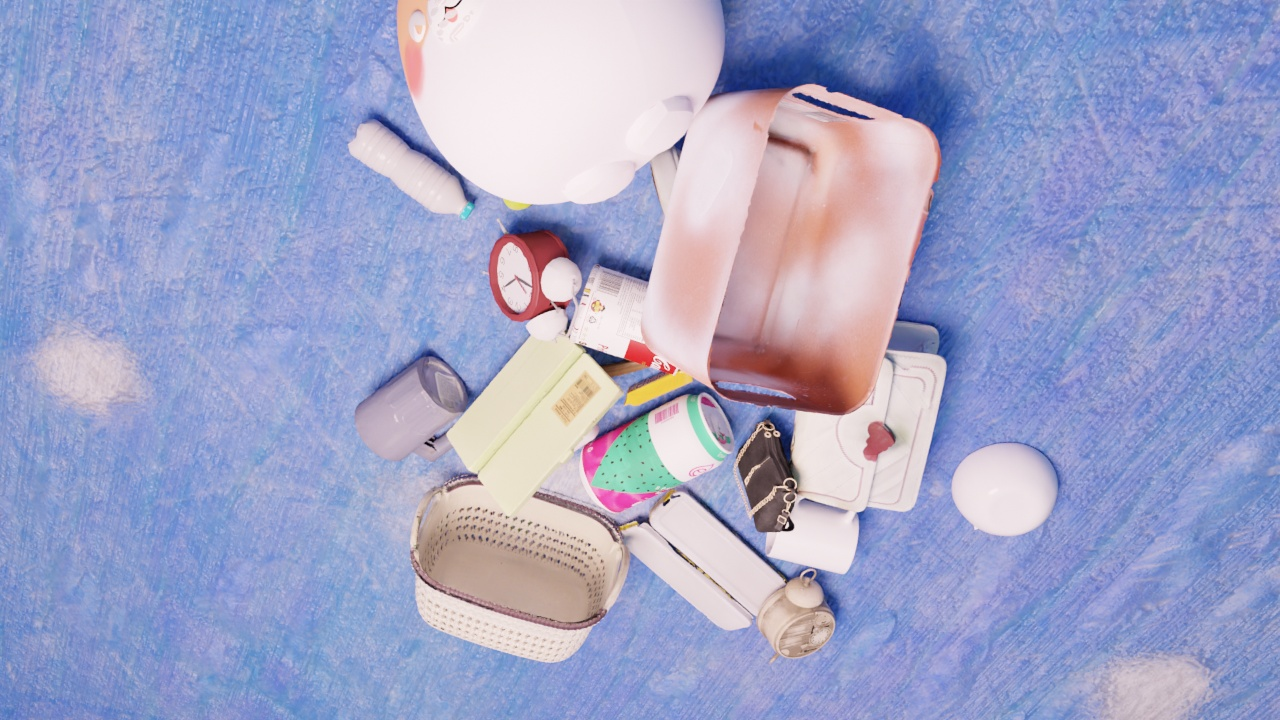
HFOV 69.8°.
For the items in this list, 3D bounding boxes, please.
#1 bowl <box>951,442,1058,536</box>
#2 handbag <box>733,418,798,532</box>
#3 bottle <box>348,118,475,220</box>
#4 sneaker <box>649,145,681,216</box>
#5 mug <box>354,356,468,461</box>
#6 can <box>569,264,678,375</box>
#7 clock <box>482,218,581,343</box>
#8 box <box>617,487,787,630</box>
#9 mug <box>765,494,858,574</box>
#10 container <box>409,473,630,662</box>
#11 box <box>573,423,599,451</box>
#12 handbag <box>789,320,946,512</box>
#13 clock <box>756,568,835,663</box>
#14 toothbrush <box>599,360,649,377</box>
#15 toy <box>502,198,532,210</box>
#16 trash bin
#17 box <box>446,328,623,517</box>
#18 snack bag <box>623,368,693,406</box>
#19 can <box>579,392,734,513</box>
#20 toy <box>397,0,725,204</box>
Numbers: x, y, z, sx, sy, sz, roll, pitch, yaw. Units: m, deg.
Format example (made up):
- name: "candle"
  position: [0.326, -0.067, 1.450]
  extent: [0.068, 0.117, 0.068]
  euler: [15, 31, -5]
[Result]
- name: "bowl"
  position: [0.411, 0.153, 1.026]
  extent: [0.115, 0.050, 0.115]
  euler: [4, 118, 7]
- name: "handbag"
  position: [0.144, 0.126, 1.015]
  extent: [0.054, 0.128, 0.079]
  euler: [2, 137, -17]
- name: "bottle"
  position: [-0.232, -0.192, 0.944]
  extent: [0.136, 0.044, 0.044]
  euler: [35, 117, -10]
- name: "sneaker"
  position: [0.082, -0.114, 0.920]
  extent: [0.079, 0.087, 0.235]
  euler: [-24, 113, 7]
- name: "mug"
  position: [-0.251, 0.064, 1.071]
  extent: [0.104, 0.083, 0.124]
  euler: [-35, 132, 21]
- name: "can"
  position: [-0.006, -0.043, 0.965]
  extent: [0.116, 0.086, 0.087]
  euler: [18, 119, -2]
- name: "clock"
  position: [-0.108, -0.081, 0.947]
  extent: [0.137, 0.048, 0.096]
  euler: [48, 133, 30]
- name: "box"
  position: [0.077, 0.253, 1.140]
  extent: [0.209, 0.045, 0.128]
  euler: [42, 119, -15]
- name: "mug"
  position: [0.203, 0.188, 1.060]
  extent: [0.090, 0.073, 0.111]
  euler: [13, 128, 1]
- name: "container"
  position: [-0.151, 0.253, 1.096]
  extent: [0.251, 0.184, 0.144]
  euler: [17, 128, -2]
- name: "box"
  position: [-0.125, 0.098, 1.057]
  extent: [0.166, 0.094, 0.084]
  euler: [-35, 87, 13]
- name: "handbag"
  position: [0.237, 0.059, 0.978]
  extent: [0.142, 0.096, 0.199]
  euler: [5, 120, 7]
- name: "clock"
  position: [0.197, 0.309, 1.120]
  extent: [0.092, 0.054, 0.141]
  euler: [-7, 124, -18]
- name: "toothbrush"
  position: [-0.006, 0.006, 1.032]
  extent: [0.167, 0.016, 0.016]
  euler: [-12, 114, 15]
- name: "toy"
  position: [-0.114, -0.212, 0.917]
  extent: [0.092, 0.043, 0.118]
  euler: [-11, 113, 16]
- name: "trash bin"
  position: [0.122, -0.098, 0.820]
  extent: [0.181, 0.157, 0.260]
  euler: [9, 100, -29]
- name: "box"
  position: [-0.118, 0.059, 0.996]
  extent: [0.187, 0.138, 0.030]
  euler: [-47, 147, 9]
- name: "snack bag"
  position: [0.023, 0.026, 1.032]
  extent: [0.099, 0.026, 0.020]
  euler: [-24, 106, 21]
- name: "can"
  position: [0.017, 0.104, 1.038]
  extent: [0.166, 0.088, 0.088]
  euler: [-28, 110, 21]
- name: "toy"
  position: [-0.076, -0.272, 0.759]
  extent: [0.263, 0.265, 0.280]
  euler: [-37, 83, 29]
